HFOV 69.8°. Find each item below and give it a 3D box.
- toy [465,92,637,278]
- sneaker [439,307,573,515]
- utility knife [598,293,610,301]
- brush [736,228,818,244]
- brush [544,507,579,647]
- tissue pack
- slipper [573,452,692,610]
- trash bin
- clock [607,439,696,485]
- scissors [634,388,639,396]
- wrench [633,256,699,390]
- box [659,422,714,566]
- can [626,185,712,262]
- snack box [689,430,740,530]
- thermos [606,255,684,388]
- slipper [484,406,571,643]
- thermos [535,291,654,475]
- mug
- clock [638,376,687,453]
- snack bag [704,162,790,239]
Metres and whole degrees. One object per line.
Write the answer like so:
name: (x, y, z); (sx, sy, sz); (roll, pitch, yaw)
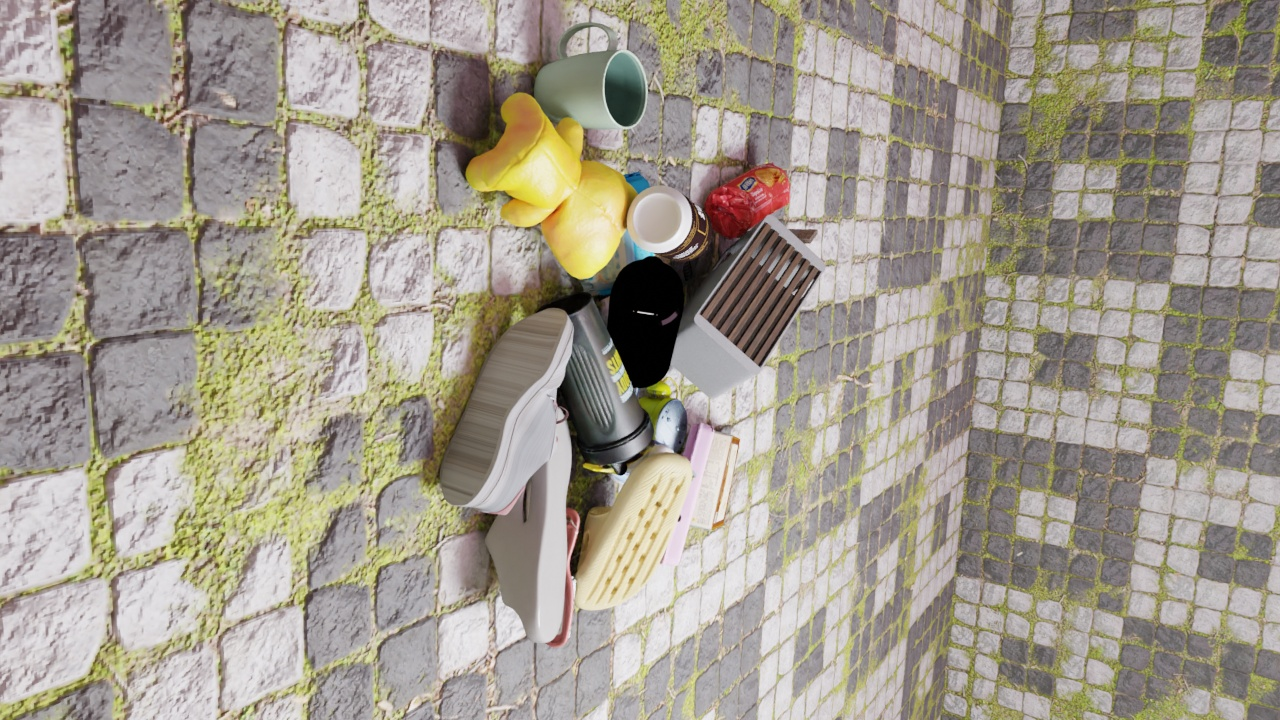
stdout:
toy: (-0.078, -0.185, 0.964); (0.194, 0.087, 0.134); (42, 74, -38)
sneaker: (-0.125, 0.060, 0.990); (0.089, 0.099, 0.235); (43, 68, -51)
utility knife: (-0.050, -0.151, 1.130); (0.030, 0.017, 0.159); (-38, 125, -59)
brush: (0.190, -0.187, 1.372); (0.045, 0.143, 0.008); (-49, 137, -52)
brush: (-0.095, 0.268, 1.142); (0.030, 0.041, 0.172); (10, 87, -75)
tissue pack: (-0.035, -0.149, 1.091); (0.092, 0.062, 0.144); (-15, 110, -28)
slipper: (-0.015, 0.207, 1.170); (0.111, 0.079, 0.262); (8, 122, -30)
trash bin: (0.143, -0.076, 1.296); (0.114, 0.115, 0.228); (41, 59, -8)
clock: (0.014, 0.136, 1.193); (0.089, 0.126, 0.051); (48, 51, -49)
scissors: (-0.006, 0.006, 1.239); (0.139, 0.013, 0.118); (-45, 131, -45)
wrench: (0.032, -0.071, 1.260); (0.272, 0.018, 0.073); (-66, 146, -29)
box: (0.057, 0.189, 1.301); (0.153, 0.037, 0.201); (97, 9, -81)
can: (0.035, -0.150, 1.024); (0.128, 0.072, 0.072); (-3, 100, -74)
snack box: (0.113, 0.181, 1.394); (0.147, 0.041, 0.143); (30, 71, -77)
thermos: (0.004, -0.047, 1.090); (0.199, 0.086, 0.086); (99, 15, -64)
slipper: (-0.130, 0.181, 1.042); (0.113, 0.081, 0.265); (60, 30, -72)
thermos: (-0.054, 0.032, 1.086); (0.097, 0.098, 0.221); (-46, 126, -42)
mug: (-0.057, -0.308, 0.997); (0.084, 0.104, 0.111); (-19, 113, -54)
clock: (0.029, 0.079, 1.266); (0.083, 0.057, 0.118); (53, 54, -47)
snack bag: (0.165, -0.241, 1.382); (0.175, 0.082, 0.082); (-38, 127, -47)
